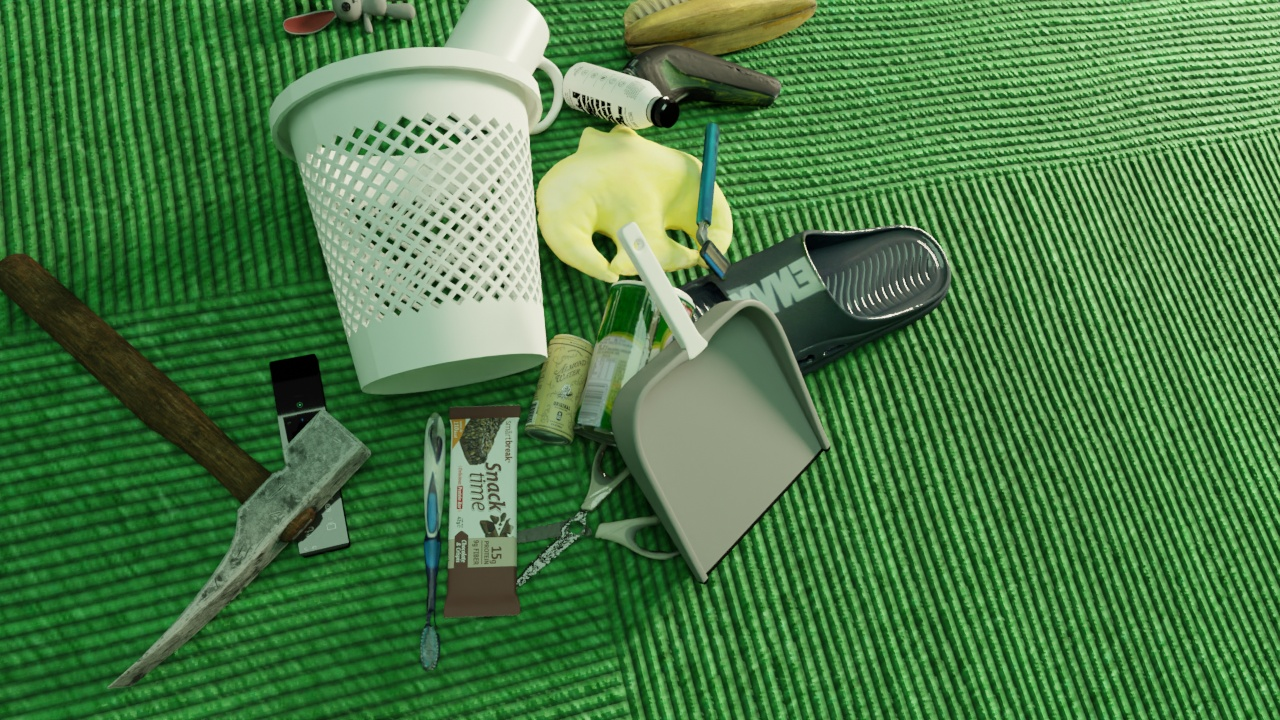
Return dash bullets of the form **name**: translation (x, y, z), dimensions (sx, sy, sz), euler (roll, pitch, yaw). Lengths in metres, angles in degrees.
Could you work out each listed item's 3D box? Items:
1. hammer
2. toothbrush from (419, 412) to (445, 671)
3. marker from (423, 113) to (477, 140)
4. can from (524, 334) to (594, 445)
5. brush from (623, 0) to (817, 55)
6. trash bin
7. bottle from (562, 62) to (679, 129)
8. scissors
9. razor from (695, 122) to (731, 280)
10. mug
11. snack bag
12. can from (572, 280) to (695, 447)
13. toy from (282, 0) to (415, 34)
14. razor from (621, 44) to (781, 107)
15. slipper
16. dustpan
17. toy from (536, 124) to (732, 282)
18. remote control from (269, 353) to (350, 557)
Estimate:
- **hammer**: translation (-0.374, 0.052, 0.646), dimensions (0.300, 0.037, 0.217), euler (39, 74, 8)
- **toothbrush**: translation (-0.153, 0.129, 0.674), dimensions (0.016, 0.017, 0.188), euler (0, 72, -9)
- **marker**: translation (-0.188, -0.214, 0.786), dimensions (0.152, 0.011, 0.011), euler (26, 69, -1)
- **can**: translation (-0.062, 0.023, 0.715), dimensions (0.038, 0.038, 0.079), euler (16, 70, -5)
- **brush**: translation (0.074, -0.317, 0.843), dimensions (0.195, 0.059, 0.043), euler (-17, 67, -17)
- **trash bin**: translation (-0.152, -0.087, 0.668), dimensions (0.195, 0.196, 0.199), euler (-10, 83, -13)
- **bottle**: translation (-0.015, -0.220, 0.774), dimensions (0.116, 0.041, 0.041), euler (29, 64, 37)
- **scissors**: translation (-0.032, 0.117, 0.702), dimensions (0.157, 0.013, 0.165), euler (15, 68, 2)
- **razor**: translation (0.056, -0.134, 0.746), dimensions (0.022, 0.042, 0.143), euler (-12, 60, 25)
- **mug**: translation (-0.114, -0.245, 0.784), dimensions (0.110, 0.074, 0.090), euler (32, 67, -26)
- **snack bag**: translation (-0.117, 0.110, 0.686), dimensions (0.057, 0.013, 0.157), euler (-1, 72, -2)
- **can**: translation (-0.004, 0.004, 0.697), dimensions (0.067, 0.067, 0.120), euler (16, 78, -5)
- **toy**: translation (-0.253, -0.309, 0.795), dimensions (0.111, 0.030, 0.049), euler (-9, 102, -16)
- **razor**: translation (0.053, -0.243, 0.823), dimensions (0.151, 0.054, 0.067), euler (5, 79, -16)
- **slipper**: translation (0.151, -0.054, 0.756), dimensions (0.267, 0.083, 0.110), euler (-18, 78, -15)
- **dustpan**: translation (0.045, 0.015, 0.666), dimensions (0.162, 0.033, 0.257), euler (-41, 111, -27)
- **toy**: translation (-0.006, -0.132, 0.761), dimensions (0.170, 0.065, 0.154), euler (-11, 64, -22)
- **remote control**: translation (-0.246, 0.068, 0.679), dimensions (0.034, 0.013, 0.150), euler (-12, 74, -14)
